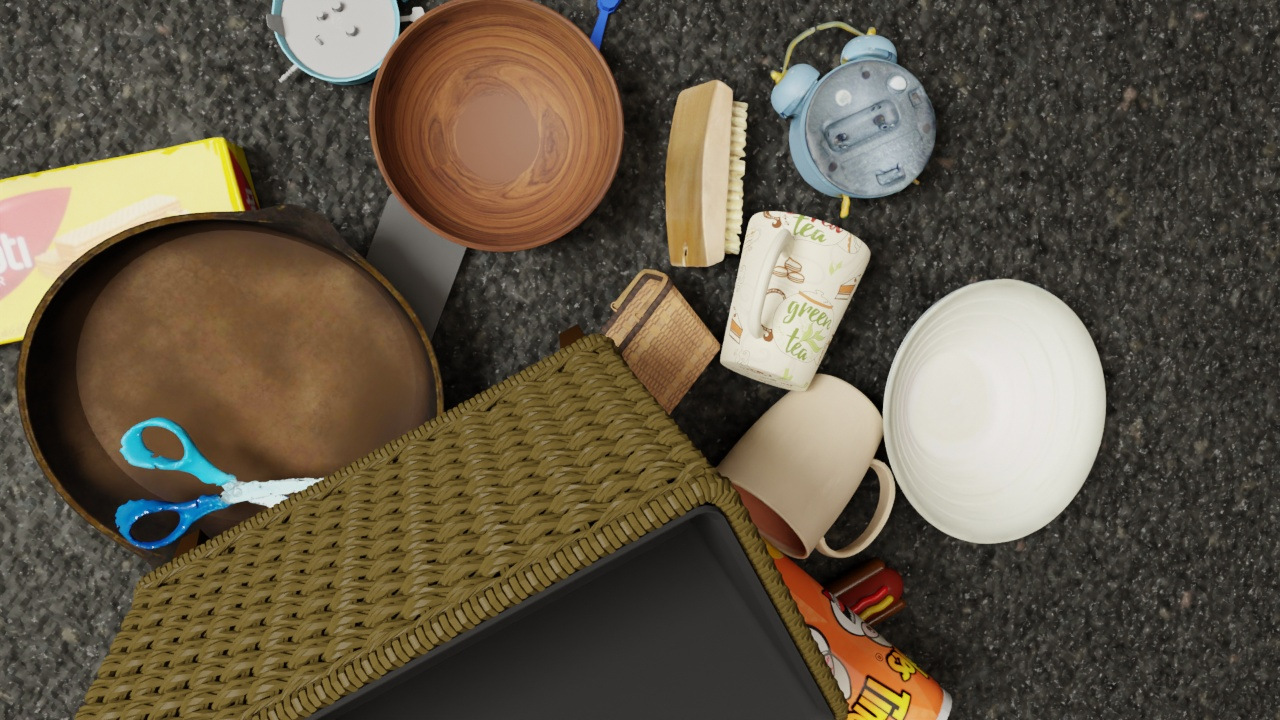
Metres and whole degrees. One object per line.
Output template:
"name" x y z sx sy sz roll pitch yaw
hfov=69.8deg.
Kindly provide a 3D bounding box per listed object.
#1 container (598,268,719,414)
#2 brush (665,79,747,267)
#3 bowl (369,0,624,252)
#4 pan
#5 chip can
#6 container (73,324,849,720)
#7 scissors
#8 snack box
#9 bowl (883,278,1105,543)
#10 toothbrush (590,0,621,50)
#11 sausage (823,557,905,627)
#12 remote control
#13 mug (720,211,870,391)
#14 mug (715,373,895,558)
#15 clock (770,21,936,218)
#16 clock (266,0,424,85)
"container" -0.003 0.004 0.600 0.061 0.063 0.114 38 88 -18
"brush" 0.044 -0.120 0.601 0.039 0.049 0.117 -2 96 -27
"bowl" -0.088 -0.140 0.567 0.147 0.069 0.147 -1 96 -10
"pan" -0.176 0.040 0.567 0.355 0.043 0.249 19 106 -19
"chip can" 0.096 0.169 0.596 0.210 0.062 0.062 39 88 8
"container" -0.098 0.136 0.476 0.321 0.205 0.176 -28 122 1
"scissors" -0.240 0.087 0.542 0.135 0.015 0.086 19 102 -23
"snack box" -0.332 -0.067 0.549 0.200 0.042 0.092 -13 98 -8
"bowl" 0.229 0.033 0.632 0.176 0.058 0.176 -1 94 -18
"toothbrush" -0.042 -0.168 0.601 0.016 0.011 0.187 18 92 -10
"sausage" 0.117 0.191 0.644 0.155 0.040 0.040 -30 99 -5
"remote control" -0.157 -0.036 0.594 0.058 0.013 0.133 22 91 -10
"mug" 0.089 -0.039 0.574 0.081 0.122 0.097 18 84 18
"mug" 0.118 0.076 0.610 0.111 0.085 0.104 43 74 -6
"clock" 0.139 -0.163 0.610 0.088 0.051 0.124 -26 98 -4
"clock" -0.164 -0.209 0.563 0.123 0.042 0.087 -9 96 -6
